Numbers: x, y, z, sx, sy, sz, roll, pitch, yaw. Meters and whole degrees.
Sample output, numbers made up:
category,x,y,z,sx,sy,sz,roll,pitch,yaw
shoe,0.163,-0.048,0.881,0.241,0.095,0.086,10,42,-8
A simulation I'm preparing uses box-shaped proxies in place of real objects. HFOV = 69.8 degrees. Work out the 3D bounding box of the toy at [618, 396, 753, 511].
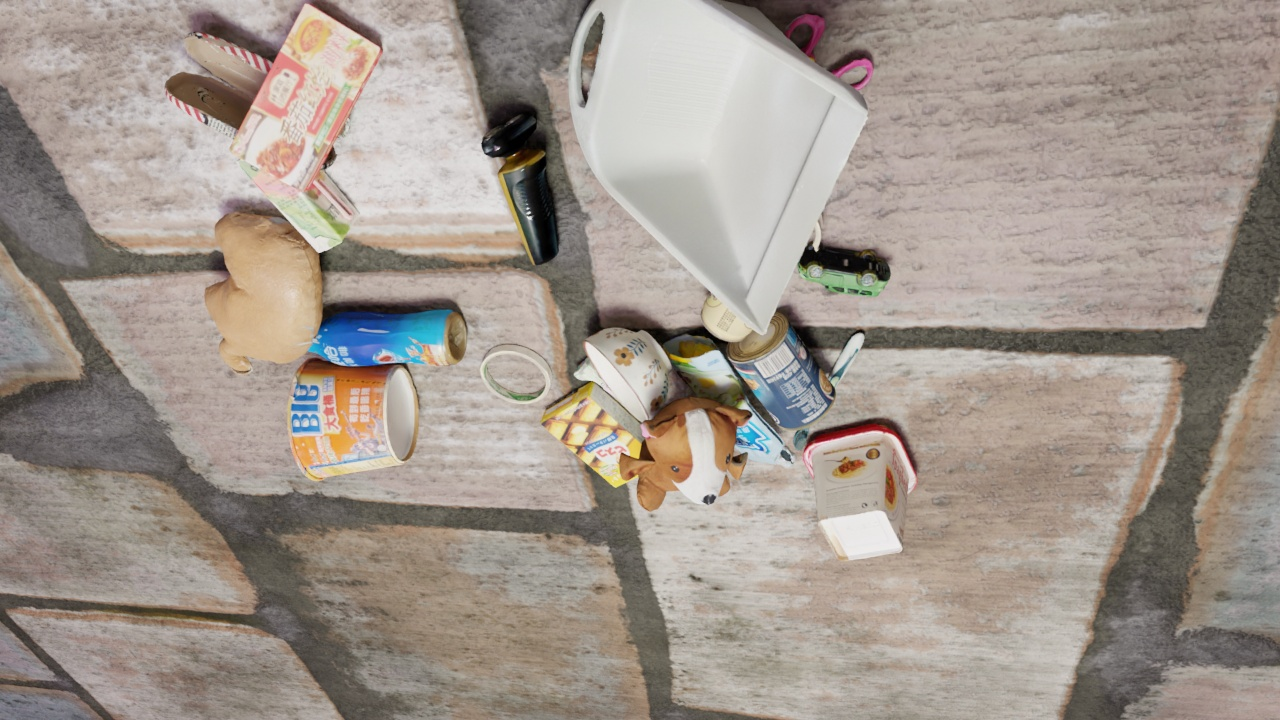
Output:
category,x,y,z,sx,sy,sz,roll,pitch,yaw
toy,0.051,0.105,1.010,0.140,0.130,0.200,-12,153,-15

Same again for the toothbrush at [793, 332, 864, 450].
category,x,y,z,sx,sy,sz,roll,pitch,yaw
toothbrush,0.209,0.039,1.031,0.016,0.018,0.192,17,133,-3

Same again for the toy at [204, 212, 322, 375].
category,x,y,z,sx,sy,sz,roll,pitch,yaw
toy,-0.424,-0.056,1.031,0.143,0.082,0.226,31,120,12

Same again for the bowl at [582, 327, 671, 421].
category,x,y,z,sx,sy,sz,roll,pitch,yaw
bowl,-0.006,0.006,1.009,0.062,0.113,0.113,-38,124,-10

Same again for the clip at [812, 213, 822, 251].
category,x,y,z,sx,sy,sz,roll,pitch,yaw
clip,0.148,-0.151,0.866,0.072,0.034,0.100,-12,119,23

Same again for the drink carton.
category,x,y,z,sx,sy,sz,roll,pitch,yaw
drink carton,-0.348,-0.176,0.944,0.046,0.053,0.122,-18,126,26

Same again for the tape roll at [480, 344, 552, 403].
category,x,y,z,sx,sy,sz,roll,pitch,yaw
tape roll,-0.149,0.017,1.100,0.086,0.013,0.086,7,133,7

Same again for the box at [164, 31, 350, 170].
category,x,y,z,sx,sy,sz,roll,pitch,yaw
box,-0.365,-0.235,0.873,0.163,0.087,0.076,25,164,-15

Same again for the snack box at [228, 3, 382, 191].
category,x,y,z,sx,sy,sz,roll,pitch,yaw
snack box,-0.306,-0.239,0.842,0.075,0.025,0.153,30,97,-14

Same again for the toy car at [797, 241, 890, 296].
category,x,y,z,sx,sy,sz,roll,pitch,yaw
toy car,0.198,-0.088,0.901,0.091,0.043,0.036,13,134,2

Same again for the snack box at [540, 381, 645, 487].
category,x,y,z,sx,sy,sz,roll,pitch,yaw
snack box,-0.044,0.093,1.132,0.087,0.033,0.140,-29,121,34

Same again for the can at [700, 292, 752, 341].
category,x,y,z,sx,sy,sz,roll,pitch,yaw
can,0.108,-0.077,0.922,0.058,0.058,0.117,22,133,-7

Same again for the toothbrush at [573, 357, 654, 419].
category,x,y,z,sx,sy,sz,roll,pitch,yaw
toothbrush,0.000,0.059,1.100,0.189,0.020,0.029,38,97,-22

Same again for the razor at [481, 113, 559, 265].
category,x,y,z,sx,sy,sz,roll,pitch,yaw
razor,-0.114,-0.164,0.908,0.068,0.062,0.168,26,147,31

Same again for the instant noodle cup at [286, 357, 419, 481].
category,x,y,z,sx,sy,sz,roll,pitch,yaw
instant noodle cup,-0.340,0.068,1.109,0.111,0.151,0.151,-3,131,5

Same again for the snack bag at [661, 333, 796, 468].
category,x,y,z,sx,sy,sz,roll,pitch,yaw
snack bag,0.101,0.052,1.034,0.110,0.038,0.191,1,135,50

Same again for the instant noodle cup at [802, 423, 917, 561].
category,x,y,z,sx,sy,sz,roll,pitch,yaw
instant noodle cup,0.253,0.154,1.053,0.117,0.124,0.116,-16,126,25

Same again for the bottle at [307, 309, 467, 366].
category,x,y,z,sx,sy,sz,roll,pitch,yaw
bottle,-0.313,-0.026,1.065,0.219,0.065,0.065,1,132,14

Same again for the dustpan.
category,x,y,z,sx,sy,sz,roll,pitch,yaw
dustpan,0.034,-0.187,0.753,0.142,0.257,0.223,0,136,-19

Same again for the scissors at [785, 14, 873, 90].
category,x,y,z,sx,sy,sz,roll,pitch,yaw
scissors,0.144,-0.235,0.802,0.113,0.017,0.135,15,138,-7

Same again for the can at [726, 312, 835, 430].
category,x,y,z,sx,sy,sz,roll,pitch,yaw
can,0.150,0.011,0.981,0.075,0.075,0.111,-21,123,29
